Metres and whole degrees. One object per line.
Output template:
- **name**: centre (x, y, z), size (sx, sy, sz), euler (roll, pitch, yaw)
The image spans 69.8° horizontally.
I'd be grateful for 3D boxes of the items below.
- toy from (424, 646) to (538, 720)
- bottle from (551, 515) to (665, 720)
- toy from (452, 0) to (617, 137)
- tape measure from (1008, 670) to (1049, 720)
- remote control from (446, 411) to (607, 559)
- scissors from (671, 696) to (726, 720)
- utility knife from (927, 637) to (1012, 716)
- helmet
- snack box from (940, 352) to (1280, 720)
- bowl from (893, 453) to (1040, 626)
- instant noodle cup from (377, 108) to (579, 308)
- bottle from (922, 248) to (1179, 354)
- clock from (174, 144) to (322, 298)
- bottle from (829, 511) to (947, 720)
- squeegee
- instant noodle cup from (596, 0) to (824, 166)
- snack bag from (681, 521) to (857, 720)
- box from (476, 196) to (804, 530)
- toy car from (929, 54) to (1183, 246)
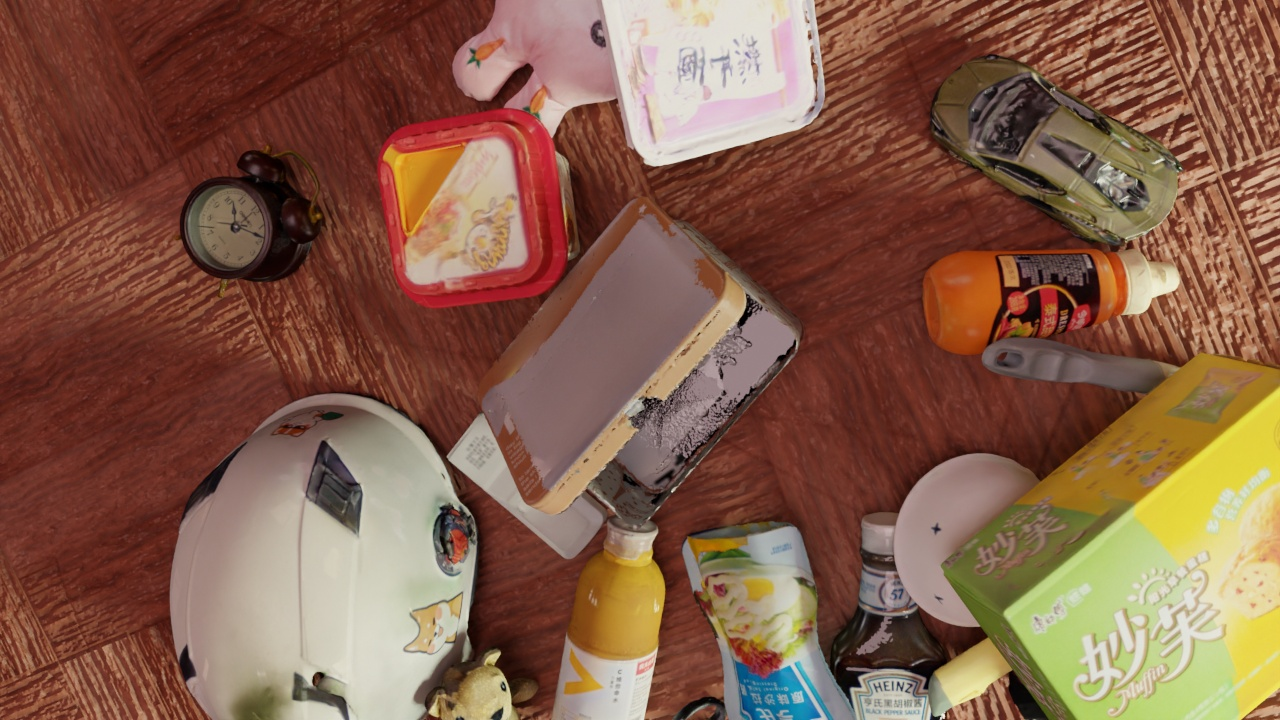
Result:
- **toy**: centre (-0.104, 0.289, 0.688), size (0.066, 0.104, 0.157), euler (10, 130, 48)
- **bottle**: centre (-0.021, 0.207, 0.671), size (0.068, 0.068, 0.190), euler (12, 101, 10)
- **toy**: centre (-0.053, -0.219, 0.622), size (0.121, 0.054, 0.160), euler (45, 111, -6)
- **tape measure**: centre (0.279, 0.217, 0.611), size (0.057, 0.057, 0.039), euler (-30, 95, 47)
- **remote control**: centre (-0.085, 0.095, 0.691), size (0.125, 0.024, 0.049), euler (39, 104, 5)
- **scissors**: centre (-0.001, 0.306, 0.663), size (0.179, 0.014, 0.159), euler (38, 81, -34)
- **utility knife**: centre (0.283, 0.172, 0.609), size (0.216, 0.022, 0.031), euler (-32, 91, 8)
- **helmet**: centre (-0.246, 0.171, 0.670), size (0.230, 0.156, 0.274), euler (0, 98, 12)
- **snack box**: centre (0.305, 0.121, 0.526), size (0.210, 0.070, 0.157), euler (-38, 104, -2)
- **bowl**: centre (0.230, 0.123, 0.586), size (0.118, 0.065, 0.118), euler (-1, 94, -8)
- **instant noodle cup**: centre (-0.097, -0.099, 0.612), size (0.117, 0.124, 0.116), euler (-6, 96, 13)
- **bottle**: centre (0.259, -0.043, 0.578), size (0.149, 0.066, 0.067), euler (-7, 97, 7)
- **clock**: centre (-0.288, -0.107, 0.689), size (0.122, 0.055, 0.082), euler (-37, 89, 13)
- **bottle**: centre (0.173, 0.205, 0.641), size (0.080, 0.044, 0.195), euler (-1, 97, 8)
- **squeegee**: centre (0.325, 0.014, 0.569), size (0.246, 0.039, 0.247), euler (9, 106, -4)
- **instant noodle cup**: centre (0.034, -0.220, 0.570), size (0.138, 0.060, 0.173), euler (-18, 112, -15)
- **snack bag**: centre (0.093, 0.210, 0.646), size (0.111, 0.038, 0.191), euler (-16, 90, 36)
- **box**: centre (-0.005, 0.003, 0.582), size (0.152, 0.174, 0.182), euler (40, 105, 3)
- **toy car**: centre (0.256, -0.132, 0.574), size (0.158, 0.042, 0.070), euler (33, 103, 8)
